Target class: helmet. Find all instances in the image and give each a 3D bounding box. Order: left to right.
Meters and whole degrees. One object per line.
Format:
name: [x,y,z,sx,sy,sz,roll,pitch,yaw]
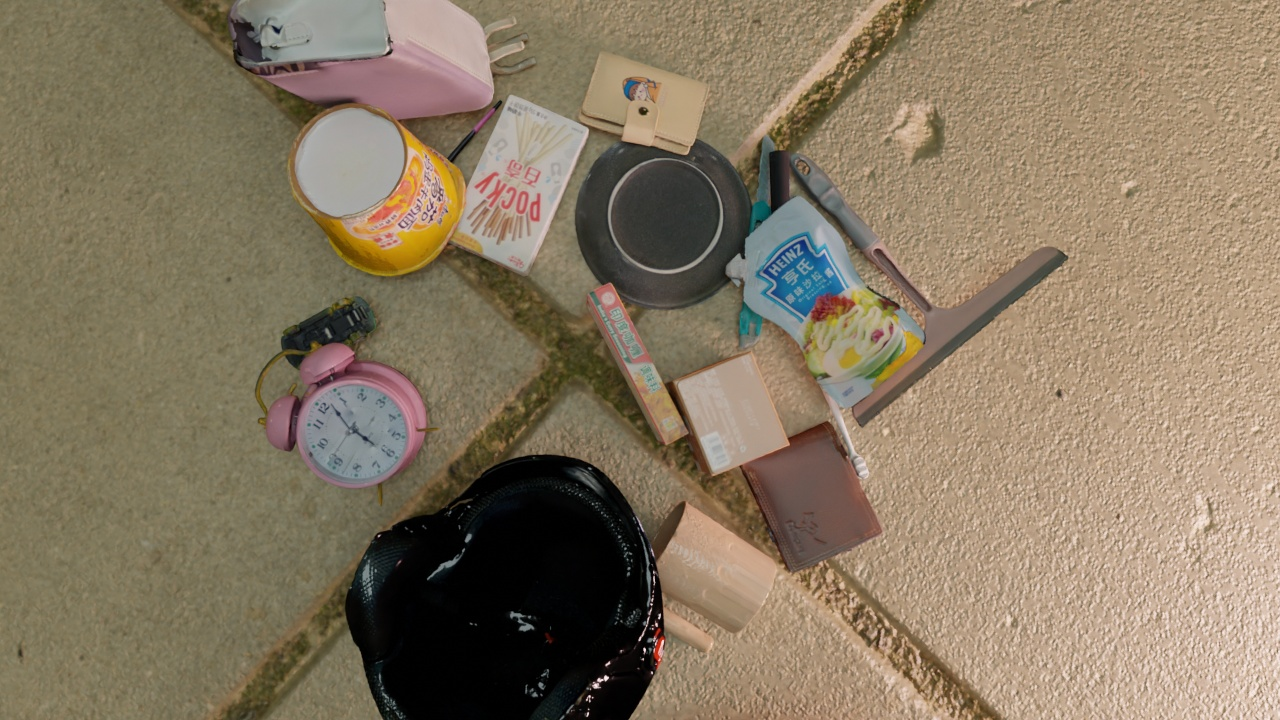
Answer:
helmet: [-0.094,0.221,0.775,0.233,0.230,0.274,27,79,23]

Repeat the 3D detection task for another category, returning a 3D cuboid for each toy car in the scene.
toy car: [-0.293,-0.025,0.867,0.091,0.036,0.043,-28,90,-5]

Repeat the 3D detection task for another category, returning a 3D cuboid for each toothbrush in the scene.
toothbrush: [-0.195,-0.182,0.894,0.018,0.014,0.189,42,85,-11]
toothbrush: [0.187,0.033,0.905,0.016,0.016,0.180,-21,88,-7]

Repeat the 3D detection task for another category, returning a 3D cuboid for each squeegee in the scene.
squeegee: [0.232,-0.109,0.904,0.248,0.040,0.249,-41,84,12]

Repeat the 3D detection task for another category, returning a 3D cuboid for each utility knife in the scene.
utility knife: [0.117,-0.117,0.906,0.029,0.013,0.216,7,86,-32]

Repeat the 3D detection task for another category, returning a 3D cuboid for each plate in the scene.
plate: [0.024,-0.140,0.900,0.179,0.024,0.179,0,87,-3]

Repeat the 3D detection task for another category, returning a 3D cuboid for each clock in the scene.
clock: [-0.274,0.051,0.839,0.158,0.060,0.117,36,94,-10]

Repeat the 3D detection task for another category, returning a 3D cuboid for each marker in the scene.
marker: [0.136,-0.140,0.902,0.022,0.020,0.132,-3,94,-25]

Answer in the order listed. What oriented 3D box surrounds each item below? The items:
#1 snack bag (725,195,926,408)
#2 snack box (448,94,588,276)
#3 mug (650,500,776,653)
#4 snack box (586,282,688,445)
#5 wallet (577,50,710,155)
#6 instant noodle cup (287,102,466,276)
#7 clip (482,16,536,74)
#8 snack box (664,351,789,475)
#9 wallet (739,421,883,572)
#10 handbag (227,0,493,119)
snack bag: [0.173,-0.056,0.876,0.110,0.038,0.191,-42,86,9]
snack box: [-0.118,-0.170,0.891,0.084,0.027,0.156,23,85,-2]
mug: [0.052,0.209,0.862,0.103,0.084,0.125,32,110,-3]
snack box: [-0.005,0.005,0.864,0.027,0.077,0.156,-27,89,-5]
wallet: [0.003,-0.251,0.898,0.115,0.024,0.087,17,74,-4]
instant noodle cup: [-0.242,-0.159,0.827,0.138,0.110,0.138,-1,77,6]
clip: [-0.151,-0.296,0.876,0.103,0.093,0.035,-16,88,-15]
snack box: [0.078,0.049,0.858,0.077,0.094,0.093,-22,88,-5]
wallet: [0.164,0.133,0.892,0.101,0.032,0.124,-25,88,-2]
handbag: [-0.231,-0.269,0.788,0.145,0.196,0.098,-11,90,15]
